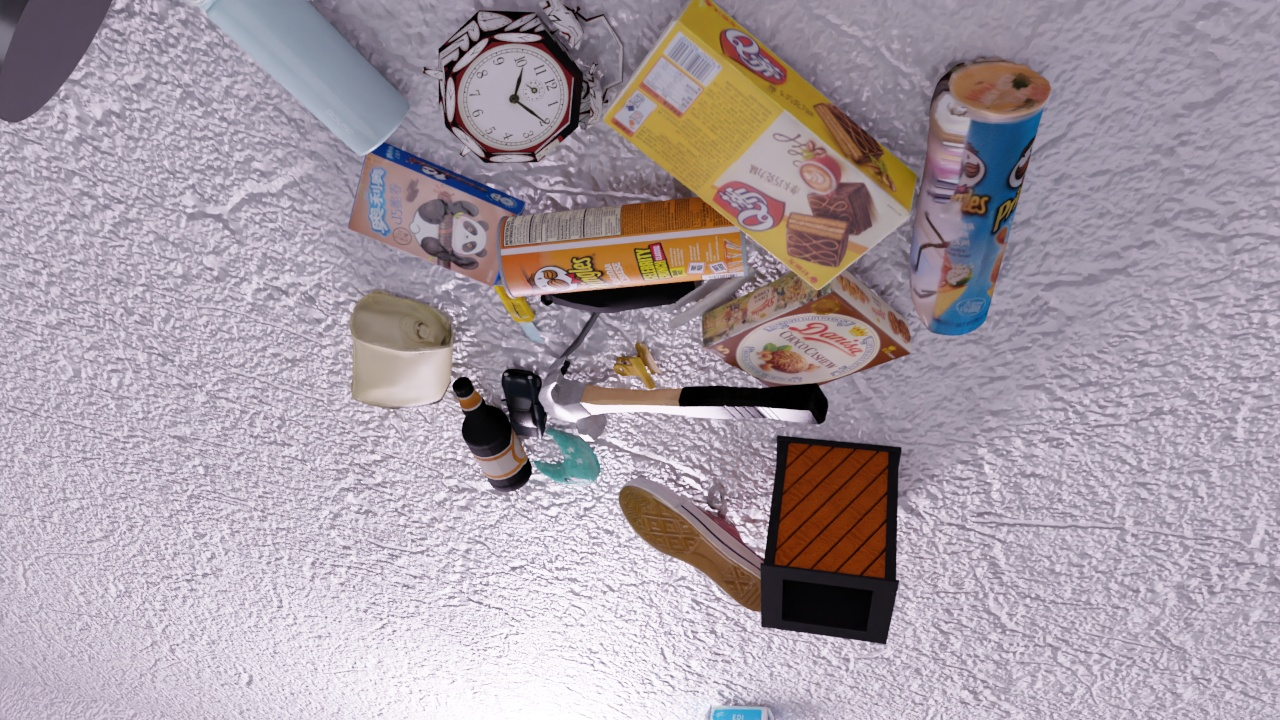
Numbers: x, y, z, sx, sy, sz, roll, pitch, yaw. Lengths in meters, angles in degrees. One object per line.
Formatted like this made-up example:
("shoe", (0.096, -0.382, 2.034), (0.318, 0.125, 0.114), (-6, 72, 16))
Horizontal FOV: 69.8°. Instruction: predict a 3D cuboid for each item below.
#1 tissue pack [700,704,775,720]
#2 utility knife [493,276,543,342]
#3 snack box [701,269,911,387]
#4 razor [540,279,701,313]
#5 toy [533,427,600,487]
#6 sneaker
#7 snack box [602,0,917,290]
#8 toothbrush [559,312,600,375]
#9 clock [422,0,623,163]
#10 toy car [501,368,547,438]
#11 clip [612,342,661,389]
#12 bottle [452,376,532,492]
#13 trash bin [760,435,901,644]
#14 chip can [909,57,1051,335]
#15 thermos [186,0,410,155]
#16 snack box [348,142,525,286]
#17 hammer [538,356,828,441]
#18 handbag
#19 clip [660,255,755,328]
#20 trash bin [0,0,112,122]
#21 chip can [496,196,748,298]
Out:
("tissue pack", (0.186, 0.670, 1.671), (0.145, 0.061, 0.093), (-6, 134, 19))
("utility knife", (-0.142, -0.081, 0.960), (0.030, 0.017, 0.179), (1, 141, 28))
("snack box", (0.158, -0.026, 0.877), (0.147, 0.041, 0.143), (-24, 143, 36))
("razor", (-0.018, -0.073, 0.897), (0.156, 0.060, 0.057), (8, 144, 3))
("toy", (-0.092, 0.130, 1.171), (0.085, 0.033, 0.105), (29, 140, 1))
("sneaker", (0.085, 0.219, 1.173), (0.241, 0.087, 0.119), (35, 130, 14))
("snack box", (0.095, -0.167, 0.726), (0.230, 0.061, 0.110), (36, 135, -11))
("toothbrush", (-0.063, -0.028, 0.995), (0.013, 0.012, 0.168), (18, 140, -16))
("clock", (-0.088, -0.229, 0.736), (0.154, 0.065, 0.115), (-22, 133, -2))
("toy car", (-0.138, 0.054, 1.093), (0.046, 0.034, 0.112), (7, 139, 9))
("clip", (-0.004, 0.004, 1.010), (0.049, 0.044, 0.054), (38, 165, 48))
("bottle", (-0.188, 0.088, 1.128), (0.059, 0.059, 0.182), (-1, 137, 18))
("trash bin", (0.217, 0.202, 1.046), (0.140, 0.171, 0.140), (5, 139, 12))
("chip can", (0.262, -0.122, 0.741), (0.080, 0.079, 0.230), (5, 139, 12))
("thermos", (-0.287, -0.263, 0.752), (0.065, 0.077, 0.207), (-17, 132, 37))
("snack box", (-0.195, -0.139, 0.878), (0.151, 0.034, 0.087), (22, 124, -7))
("hammer", (0.035, 0.043, 0.968), (0.329, 0.039, 0.131), (-1, 147, 33))
("handbag", (-0.269, -0.006, 1.037), (0.111, 0.081, 0.120), (11, 138, -6))
("clip", (0.073, -0.064, 0.898), (0.102, 0.050, 0.058), (-32, 152, 18))
("trash bin", (-0.535, -0.317, 0.667), (0.227, 0.217, 0.218), (29, 138, -22))
("chip can", (-0.014, -0.102, 0.820), (0.215, 0.075, 0.075), (-5, 137, 8))
